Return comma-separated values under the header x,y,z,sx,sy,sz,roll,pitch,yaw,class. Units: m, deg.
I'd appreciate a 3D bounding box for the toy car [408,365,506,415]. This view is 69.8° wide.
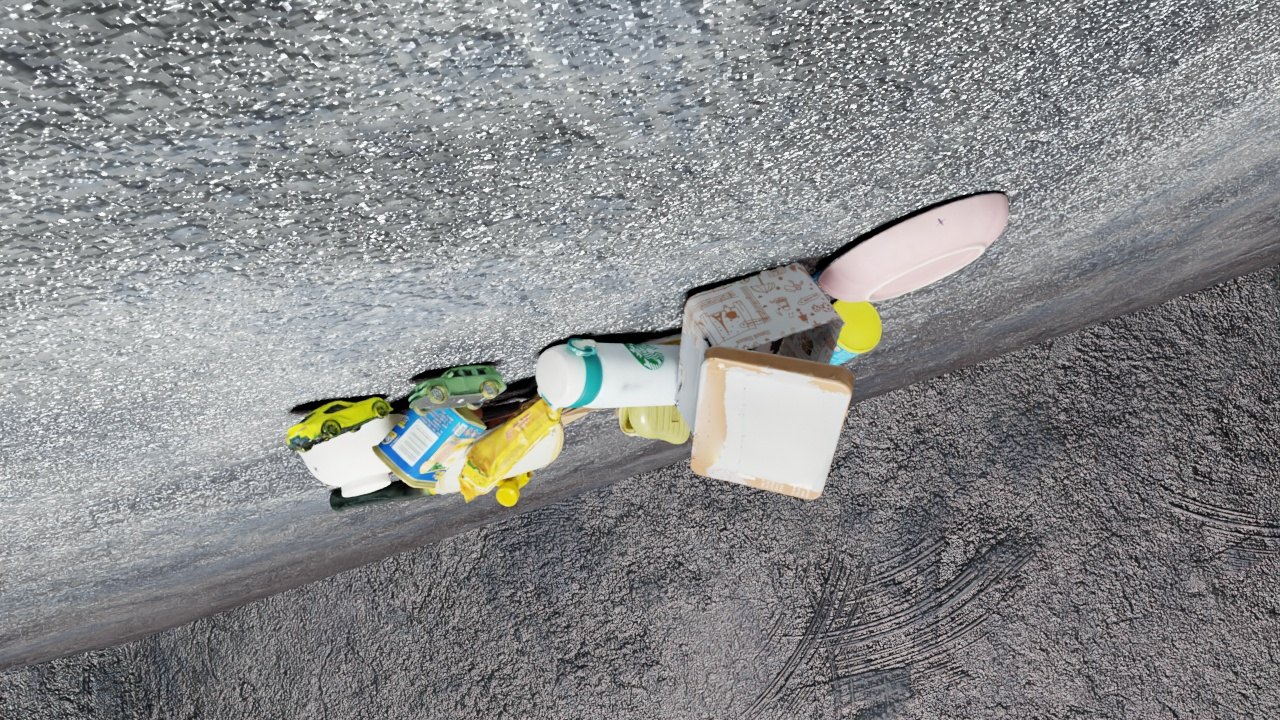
x,y,z,sx,sy,sz,roll,pitch,yaw,class
-0.168,0.026,0.839,0.091,0.036,0.043,-10,168,-41,toy car

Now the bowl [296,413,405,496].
x,y,z,sx,sy,sz,roll,pitch,yaw,class
-0.293,0.104,0.956,0.118,0.064,0.118,-17,170,-3,bowl

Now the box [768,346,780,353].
x,y,z,sx,sy,sz,roll,pitch,yaw,class
0.146,0.017,1.138,0.091,0.078,0.169,-39,175,-17,box

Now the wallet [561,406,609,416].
x,y,z,sx,sy,sz,roll,pitch,yaw,class
-0.040,0.052,1.243,0.101,0.020,0.116,-10,169,-33,wallet

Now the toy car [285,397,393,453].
x,y,z,sx,sy,sz,roll,pitch,yaw,class
-0.270,0.053,0.822,0.048,0.032,0.105,-25,179,31,toy car

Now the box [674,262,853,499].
x,y,z,sx,sy,sz,roll,pitch,yaw,class
0.119,0.037,0.858,0.150,0.166,0.182,-21,146,-17,box

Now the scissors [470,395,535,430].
x,y,z,sx,sy,sz,roll,pitch,yaw,class
-0.137,0.056,1.081,0.225,0.015,0.189,-15,170,-1,scissors

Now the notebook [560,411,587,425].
x,y,z,sx,sy,sz,roll,pitch,yaw,class
-0.190,0.116,1.344,0.147,0.008,0.208,-9,166,-40,notebook

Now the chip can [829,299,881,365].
x,y,z,sx,sy,sz,roll,pitch,yaw,class
0.227,-0.017,1.191,0.071,0.071,0.211,-14,170,-21,chip can

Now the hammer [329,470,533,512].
x,y,z,sx,sy,sz,roll,pitch,yaw,class
-0.291,0.173,1.270,0.301,0.033,0.128,-11,-157,13,hammer

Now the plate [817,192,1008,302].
x,y,z,sx,sy,sz,roll,pitch,yaw,class
0.270,-0.100,0.895,0.192,0.039,0.192,-20,169,-4,plate

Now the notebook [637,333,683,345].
x,y,z,sx,sy,sz,roll,pitch,yaw,class
-0.006,0.006,1.081,0.145,0.010,0.207,-14,169,-21,notebook

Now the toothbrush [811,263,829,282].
x,y,z,sx,sy,sz,roll,pitch,yaw,class
0.156,-0.066,0.982,0.014,0.016,0.190,-7,163,-24,toothbrush

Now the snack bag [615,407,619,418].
x,y,z,sx,sy,sz,roll,pitch,yaw,class
0.079,0.054,1.346,0.208,0.073,0.128,-18,167,28,snack bag

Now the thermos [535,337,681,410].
x,y,z,sx,sy,sz,roll,pitch,yaw,class
-0.008,0.013,0.936,0.223,0.073,0.073,1,159,-47,thermos

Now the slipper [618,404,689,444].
x,y,z,sx,sy,sz,roll,pitch,yaw,class
0.011,0.057,1.160,0.082,0.091,0.190,4,176,19,slipper

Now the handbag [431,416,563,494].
x,y,z,sx,sy,sz,roll,pitch,yaw,class
-0.173,0.108,1.117,0.163,0.063,0.179,-14,167,-22,handbag

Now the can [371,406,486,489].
x,y,z,sx,sy,sz,roll,pitch,yaw,class
-0.205,0.076,0.902,0.083,0.057,0.102,-48,171,-5,can

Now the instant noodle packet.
x,y,z,sx,sy,sz,roll,pitch,yaw,class
-0.140,0.090,0.974,0.128,0.044,0.111,-44,174,-27,instant noodle packet
